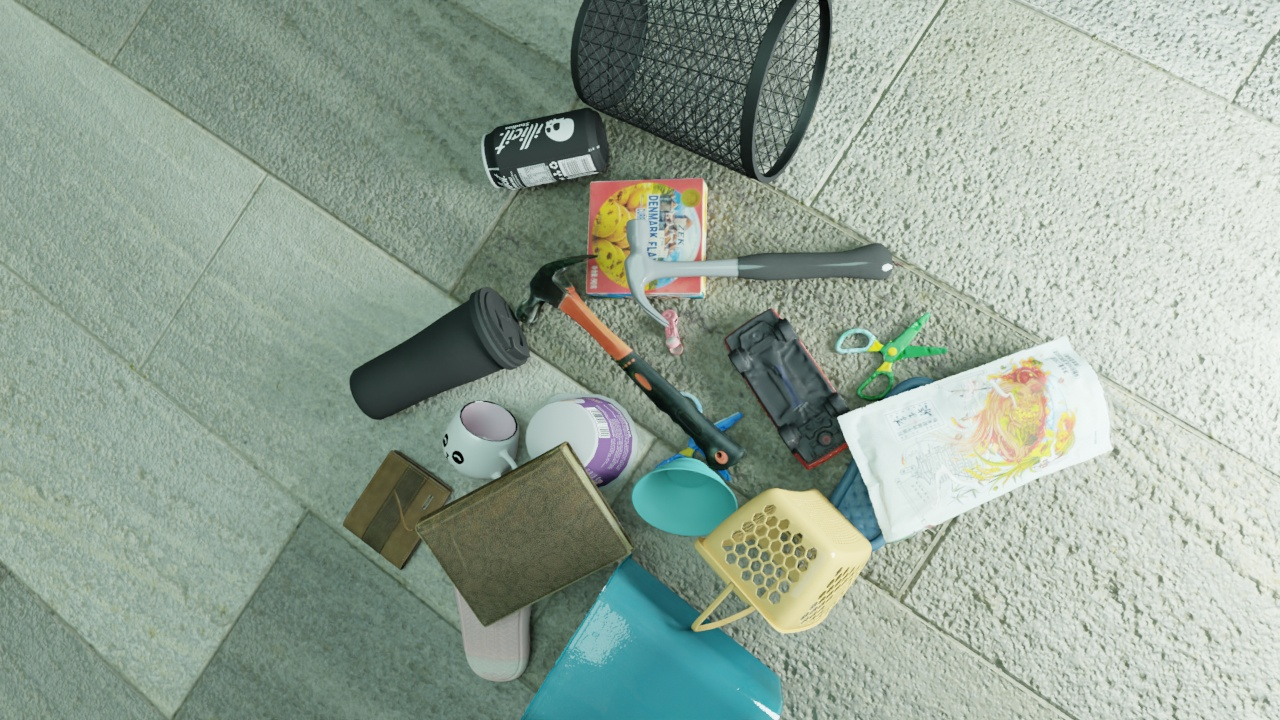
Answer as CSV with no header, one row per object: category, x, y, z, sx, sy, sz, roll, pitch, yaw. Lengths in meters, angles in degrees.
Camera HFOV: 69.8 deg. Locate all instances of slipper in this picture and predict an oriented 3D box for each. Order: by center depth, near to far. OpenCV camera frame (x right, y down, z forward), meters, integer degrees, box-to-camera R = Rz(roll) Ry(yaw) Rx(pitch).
slipper,0.285,0.119,1.019,0.104,0.059,0.214,31,91,12
slipper,-0.171,0.276,1.101,0.107,0.055,0.221,2,93,13

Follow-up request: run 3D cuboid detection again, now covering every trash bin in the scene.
trash bin,0.020,0.354,0.986,0.218,0.199,0.196,32,91,8
trash bin,0.065,-0.345,1.062,0.243,0.217,0.217,22,87,21

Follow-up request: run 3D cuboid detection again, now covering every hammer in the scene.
hammer,0.137,-0.106,1.071,0.311,0.029,0.125,-1,84,1
hammer,-0.006,0.006,1.089,0.333,0.033,0.133,45,124,11

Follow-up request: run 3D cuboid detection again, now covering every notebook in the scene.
notebook,-0.143,0.179,1.015,0.216,0.034,0.190,-30,99,19

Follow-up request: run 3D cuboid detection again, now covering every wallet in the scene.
wallet,-0.307,0.187,1.159,0.099,0.027,0.121,34,89,12

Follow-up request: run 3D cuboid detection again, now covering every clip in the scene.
clip,0.040,-0.031,1.115,0.023,0.050,0.058,-14,38,8

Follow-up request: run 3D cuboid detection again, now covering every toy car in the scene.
toy car,0.172,0.030,1.057,0.081,0.056,0.189,-33,70,5

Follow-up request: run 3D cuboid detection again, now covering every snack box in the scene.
snack box,0.009,-0.148,1.125,0.145,0.040,0.142,0,83,13

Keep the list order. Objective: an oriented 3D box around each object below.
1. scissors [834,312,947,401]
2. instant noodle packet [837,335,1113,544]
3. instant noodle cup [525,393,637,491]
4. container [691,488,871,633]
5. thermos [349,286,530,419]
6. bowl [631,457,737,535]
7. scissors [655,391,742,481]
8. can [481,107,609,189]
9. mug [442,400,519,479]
scissors,0.285,-0.016,1.061,0.117,0.012,0.130,42,94,14
instant noodle packet,0.361,0.080,0.980,0.269,0.057,0.147,-21,85,-4
instant noodle cup,-0.080,0.088,1.071,0.122,0.122,0.137,-43,76,4
container,0.140,0.224,0.962,0.167,0.183,0.129,-49,65,12
thermos,-0.250,-0.002,1.137,0.219,0.105,0.105,-26,78,13
bowl,0.053,0.147,1.060,0.121,0.121,0.046,0,42,12
scissors,0.067,0.093,1.096,0.125,0.013,0.129,-31,79,8
can,-0.118,-0.264,1.148,0.146,0.080,0.080,-9,81,11
mug,-0.184,0.111,1.104,0.124,0.090,0.076,47,129,29
